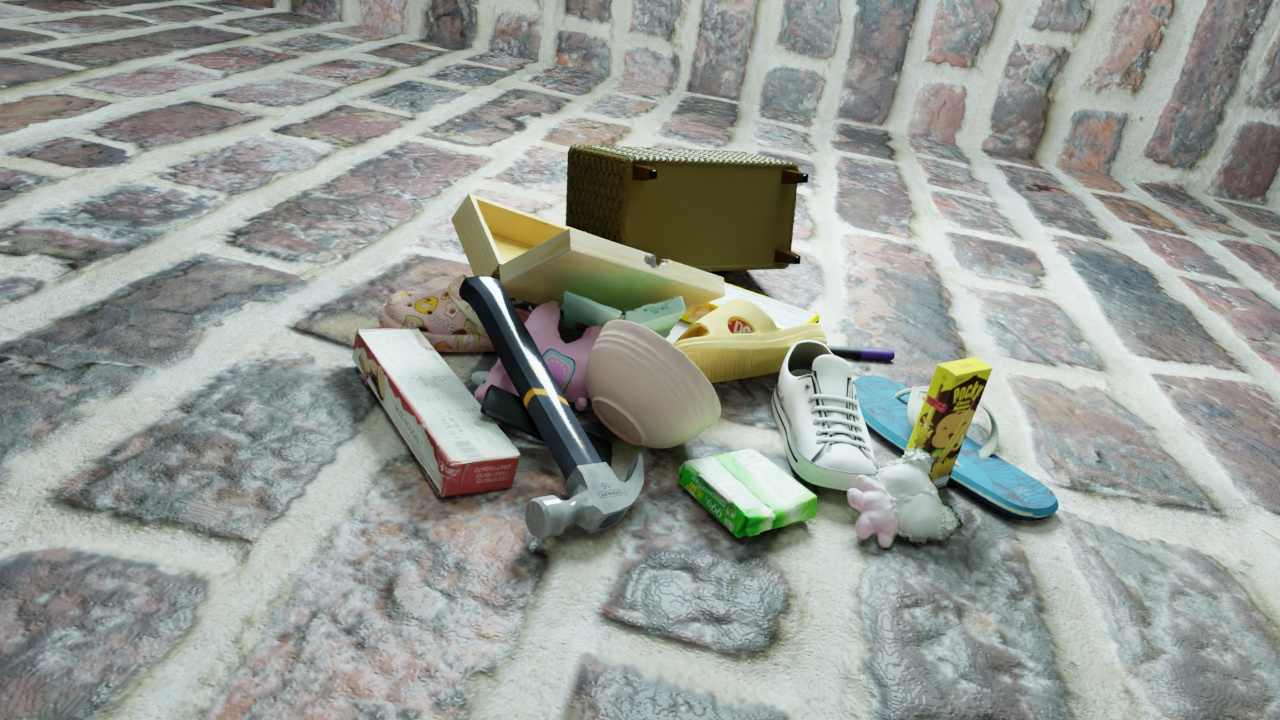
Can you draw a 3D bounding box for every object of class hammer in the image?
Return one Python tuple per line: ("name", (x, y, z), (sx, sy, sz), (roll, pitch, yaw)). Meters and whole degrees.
("hammer", (-0.103, 0.031, 0.887), (0.139, 0.035, 0.312), (-3, 48, -41))

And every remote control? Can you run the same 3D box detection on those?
("remote control", (-0.090, 0.065, 0.911), (0.140, 0.021, 0.045), (27, 24, -13))

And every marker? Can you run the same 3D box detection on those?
("marker", (0.283, -0.011, 1.247), (0.134, 0.015, 0.018), (3, 13, -14))

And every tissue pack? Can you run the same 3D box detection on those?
("tissue pack", (0.101, 0.126, 0.888), (0.099, 0.034, 0.114), (-6, 30, -34))

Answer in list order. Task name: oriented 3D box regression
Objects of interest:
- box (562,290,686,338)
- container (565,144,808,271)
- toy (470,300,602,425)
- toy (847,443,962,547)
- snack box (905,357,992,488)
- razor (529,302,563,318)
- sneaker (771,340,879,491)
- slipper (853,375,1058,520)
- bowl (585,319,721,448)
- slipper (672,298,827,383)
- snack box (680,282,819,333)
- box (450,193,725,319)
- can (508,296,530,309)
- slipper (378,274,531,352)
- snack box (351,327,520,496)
("box", (-0.025, -0.045, 1.062), (0.138, 0.055, 0.187), (-1, -8, -4))
("container", (0.076, -0.219, 1.355), (0.320, 0.176, 0.205), (-4, 16, -27))
("toy", (-0.107, 0.012, 0.988), (0.123, 0.067, 0.157), (29, 50, -8))
("toy", (0.248, 0.139, 0.890), (0.108, 0.041, 0.095), (-13, 69, -19))
("snack box", (0.310, 0.069, 0.945), (0.061, 0.149, 0.025), (-9, 33, -33))
("razor", (-0.112, -0.020, 1.080), (0.044, 0.021, 0.143), (35, 34, -30))
("sneaker", (0.208, 0.049, 1.008), (0.091, 0.097, 0.245), (8, 27, -5))
("slipper", (0.346, 0.079, 1.044), (0.118, 0.060, 0.295), (-11, 33, -30))
("bowl", (-0.001, 0.037, 0.935), (0.153, 0.153, 0.076), (27, 65, 30))
("slipper", (0.116, -0.026, 1.110), (0.262, 0.100, 0.078), (-5, 63, -37))
("snack box", (0.139, -0.065, 1.272), (0.201, 0.042, 0.091), (21, 28, 21))
("box", (-0.068, -0.108, 1.103), (0.247, 0.119, 0.253), (11, 4, -44))
("can", (-0.186, -0.082, 1.187), (0.106, 0.044, 0.044), (-14, 36, -40))
("slipper", (-0.209, -0.058, 1.092), (0.197, 0.082, 0.093), (6, 27, -15))
("snack box", (-0.215, 0.044, 0.928), (0.076, 0.044, 0.273), (-2, 29, -36))
